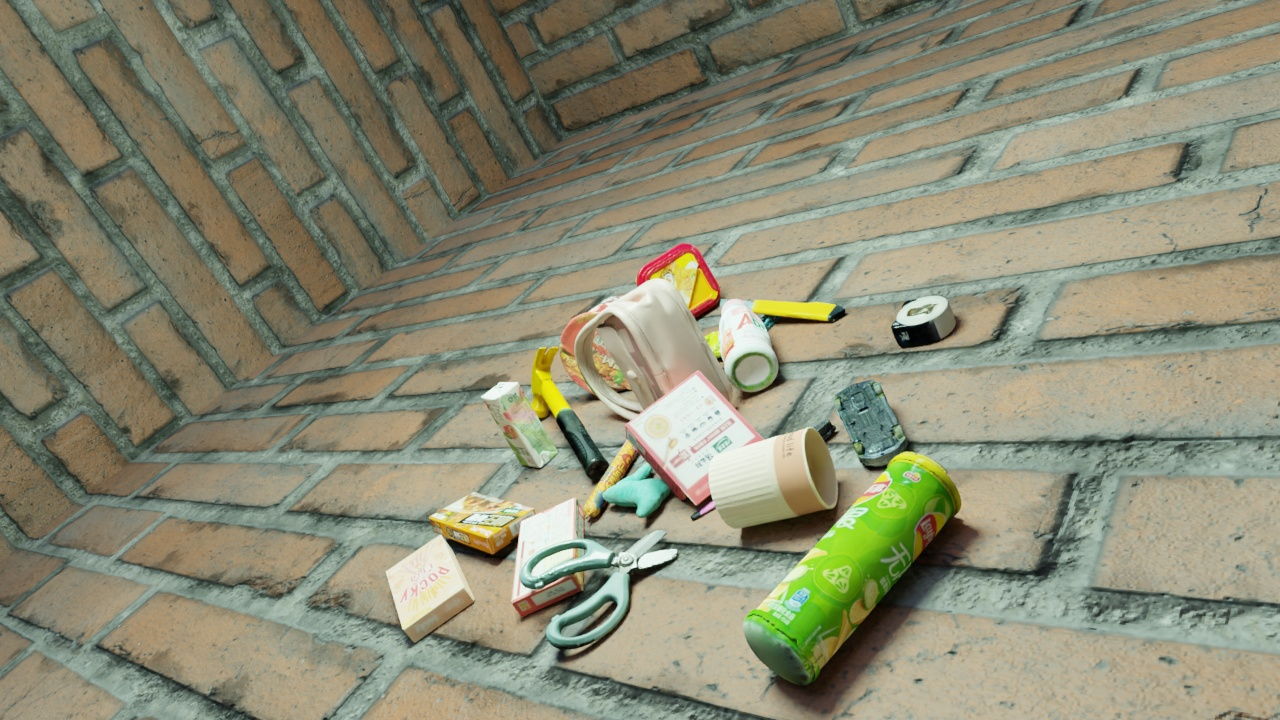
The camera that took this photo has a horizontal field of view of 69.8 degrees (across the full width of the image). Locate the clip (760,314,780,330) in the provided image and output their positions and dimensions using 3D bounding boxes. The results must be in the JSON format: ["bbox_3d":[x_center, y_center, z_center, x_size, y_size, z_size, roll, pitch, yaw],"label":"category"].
[{"bbox_3d":[0.183,-0.056,1.322,0.047,0.014,0.056,1,37,47],"label":"clip"}]

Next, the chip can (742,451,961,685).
[{"bbox_3d":[0.178,0.171,0.766,0.220,0.072,0.073,-40,25,-24],"label":"chip can"}]

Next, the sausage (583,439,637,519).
[{"bbox_3d":[-0.032,0.141,1.145,0.021,0.021,0.164,-12,28,35],"label":"sausage"}]

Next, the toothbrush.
[{"bbox_3d":[0.133,0.119,1.003,0.189,0.018,0.014,-32,24,-4],"label":"toothbrush"}]

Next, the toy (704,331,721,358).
[{"bbox_3d":[0.085,-0.012,1.320,0.100,0.031,0.096,-14,26,22],"label":"toy"}]

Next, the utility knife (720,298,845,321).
[{"bbox_3d":[0.196,-0.074,1.308,0.217,0.015,0.033,9,43,43],"label":"utility knife"}]

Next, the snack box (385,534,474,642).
[{"bbox_3d":[-0.260,0.275,1.123,0.084,0.026,0.157,-34,22,-12],"label":"snack box"}]

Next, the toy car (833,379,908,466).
[{"bbox_3d":[0.242,0.067,0.964,0.054,0.037,0.120,-24,33,10],"label":"toy car"}]

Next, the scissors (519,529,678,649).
[{"bbox_3d":[-0.038,0.233,0.939,0.177,0.019,0.170,-11,37,3],"label":"scissors"}]

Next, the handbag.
[{"bbox_3d":[-0.007,0.007,1.206,0.093,0.193,0.235,-35,14,-31],"label":"handbag"}]

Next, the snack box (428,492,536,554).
[{"bbox_3d":[-0.203,0.207,1.180,0.075,0.026,0.154,-28,19,-36],"label":"snack box"}]

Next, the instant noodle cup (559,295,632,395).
[{"bbox_3d":[-0.041,-0.031,1.388,0.138,0.138,0.108,-18,19,25],"label":"instant noodle cup"}]

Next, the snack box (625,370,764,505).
[{"bbox_3d":[0.064,0.094,1.053,0.113,0.044,0.127,-35,67,-16],"label":"snack box"}]

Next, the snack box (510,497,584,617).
[{"bbox_3d":[-0.104,0.221,1.052,0.077,0.027,0.155,-25,23,8],"label":"snack box"}]

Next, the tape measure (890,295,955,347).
[{"bbox_3d":[0.340,-0.048,1.094,0.066,0.033,0.065,-10,30,39],"label":"tape measure"}]

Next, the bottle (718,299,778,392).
[{"bbox_3d":[0.139,-0.028,1.239,0.068,0.068,0.196,-25,23,10],"label":"bottle"}]

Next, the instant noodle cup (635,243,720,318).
[{"bbox_3d":[0.051,-0.122,1.505,0.116,0.116,0.124,-33,11,-9],"label":"instant noodle cup"}]

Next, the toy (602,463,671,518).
[{"bbox_3d":[-0.002,0.151,1.080,0.092,0.030,0.096,-3,28,43],"label":"toy"}]

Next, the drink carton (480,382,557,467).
[{"bbox_3d":[-0.168,0.089,1.285,0.045,0.122,0.054,-42,24,-32],"label":"drink carton"}]

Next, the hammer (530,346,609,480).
[{"bbox_3d":[-0.106,0.079,1.290,0.032,0.129,0.300,-4,25,-21],"label":"hammer"}]

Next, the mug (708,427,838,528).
[{"bbox_3d":[0.139,0.118,0.932,0.106,0.081,0.114,-19,-2,26],"label":"mug"}]
